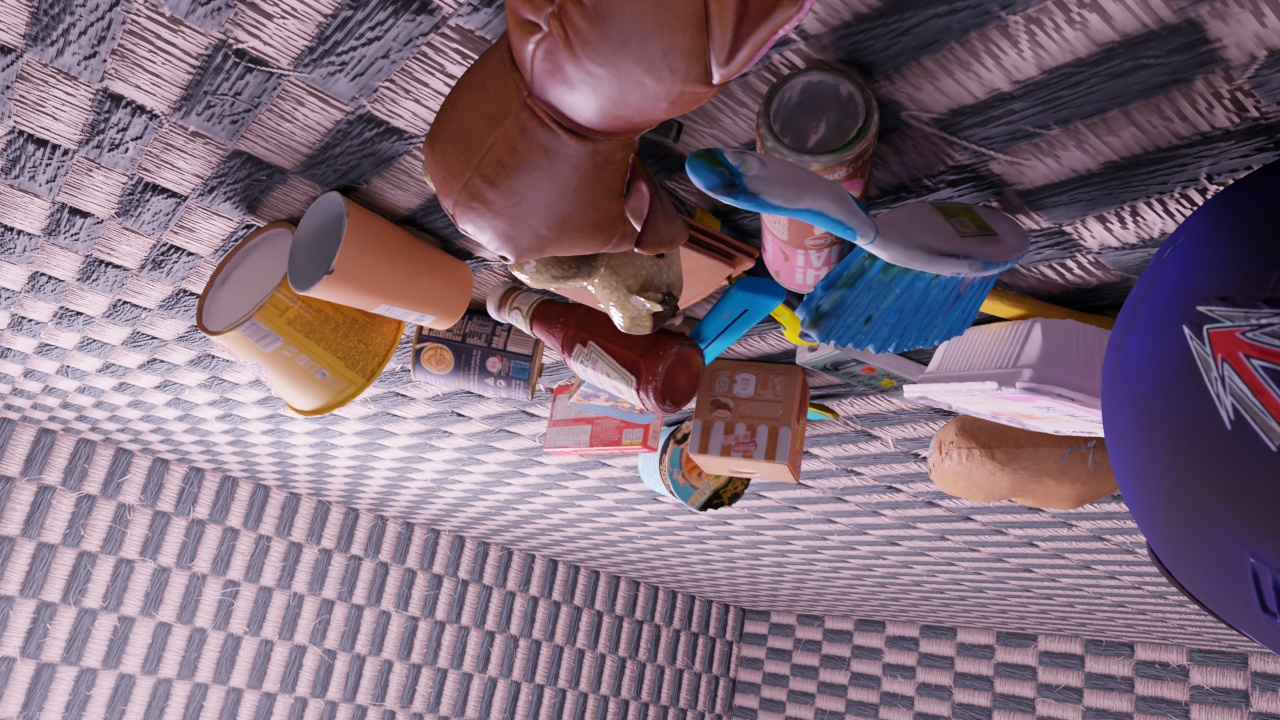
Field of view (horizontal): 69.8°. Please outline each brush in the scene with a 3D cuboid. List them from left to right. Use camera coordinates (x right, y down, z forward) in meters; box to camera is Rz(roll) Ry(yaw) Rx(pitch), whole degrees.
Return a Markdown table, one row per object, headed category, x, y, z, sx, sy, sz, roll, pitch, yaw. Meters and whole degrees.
| category | x | y | z | sx | sy | sz | roll | pitch | yaw |
| --- | --- | --- | --- | --- | --- | --- | --- | --- | --- |
| brush | 0.106 | -0.050 | 0.438 | 0.313 | 0.060 | 0.110 | -9 | 147 | -43 |

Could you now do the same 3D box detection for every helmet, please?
| category | x | y | z | sx | sy | sz | roll | pitch | yaw |
| --- | --- | --- | --- | --- | --- | --- | --- | --- | --- |
| helmet | 0.364 | 0.030 | 0.398 | 0.315 | 0.248 | 0.240 | 20 | -157 | -8 |

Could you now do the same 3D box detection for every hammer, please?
| category | x | y | z | sx | sy | sz | roll | pitch | yaw |
| --- | --- | --- | --- | --- | --- | --- | --- | --- | --- |
| hammer | 0.041 | -0.081 | 0.587 | 0.126 | 0.031 | 0.323 | -4 | 157 | 39 |

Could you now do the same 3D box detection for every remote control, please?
| category | x | y | z | sx | sy | sz | roll | pitch | yaw |
| --- | --- | --- | --- | --- | --- | --- | --- | --- | --- |
| remote control | 0.202 | 0.009 | 0.782 | 0.135 | 0.019 | 0.056 | 19 | 160 | -23 |

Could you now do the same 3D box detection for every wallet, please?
| category | x | y | z | sx | sy | sz | roll | pitch | yaw |
| --- | --- | --- | --- | --- | --- | --- | --- | --- | --- |
| wallet | -0.004 | -0.060 | 0.575 | 0.107 | 0.031 | 0.132 | 22 | 160 | -20 |

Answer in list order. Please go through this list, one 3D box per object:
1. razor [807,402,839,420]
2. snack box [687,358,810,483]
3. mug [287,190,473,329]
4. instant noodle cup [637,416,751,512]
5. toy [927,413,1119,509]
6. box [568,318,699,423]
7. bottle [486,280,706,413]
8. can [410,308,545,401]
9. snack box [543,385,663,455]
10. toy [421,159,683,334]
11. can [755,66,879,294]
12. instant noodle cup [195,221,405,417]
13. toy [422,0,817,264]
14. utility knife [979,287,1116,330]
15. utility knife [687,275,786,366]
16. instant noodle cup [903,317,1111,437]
| category | x | y | z | sx | sy | sz | roll | pitch | yaw |
| --- | --- | --- | --- | --- | --- | --- | --- | --- | --- |
| razor | 0.151 | 0.056 | 0.933 | 0.043 | 0.028 | 0.133 | -5 | 177 | -35 |
| snack box | 0.104 | 0.057 | 0.859 | 0.093 | 0.094 | 0.077 | 4 | 161 | 19 |
| mug | -0.192 | -0.068 | 0.695 | 0.078 | 0.078 | 0.122 | -7 | 159 | 42 |
| instant noodle cup | 0.054 | 0.117 | 1.069 | 0.111 | 0.111 | 0.121 | 18 | 169 | -21 |
| toy | 0.388 | 0.099 | 0.862 | 0.226 | 0.082 | 0.143 | 7 | 166 | 2 |
| box | -0.005 | 0.005 | 0.821 | 0.089 | 0.061 | 0.185 | 13 | 163 | -10 |
| bottle | -0.043 | -0.019 | 0.700 | 0.206 | 0.059 | 0.059 | 24 | 173 | 39 |
| can | -0.144 | -0.008 | 0.836 | 0.111 | 0.075 | 0.075 | 11 | 162 | -1 |
| snack box | -0.040 | 0.062 | 0.983 | 0.153 | 0.075 | 0.025 | -7 | 156 | 42 |
| toy | -0.046 | -0.070 | 0.486 | 0.157 | 0.066 | 0.105 | 33 | -176 | 4 |
| can | 0.092 | -0.090 | 0.490 | 0.058 | 0.057 | 0.147 | 7 | 161 | 11 |
| instant noodle cup | -0.280 | -0.038 | 0.746 | 0.138 | 0.137 | 0.110 | -2 | 148 | 35 |
| toy | -0.011 | -0.121 | 0.369 | 0.140 | 0.130 | 0.200 | 48 | 149 | 7 |
| utility knife | 0.283 | -0.031 | 0.623 | 0.164 | 0.015 | 0.033 | 14 | 164 | -9 |
| utility knife | 0.041 | -0.004 | 0.690 | 0.034 | 0.018 | 0.237 | 17 | 154 | -13 |
| instant noodle cup | 0.283 | 0.012 | 0.643 | 0.138 | 0.060 | 0.174 | 14 | 173 | -11 |
